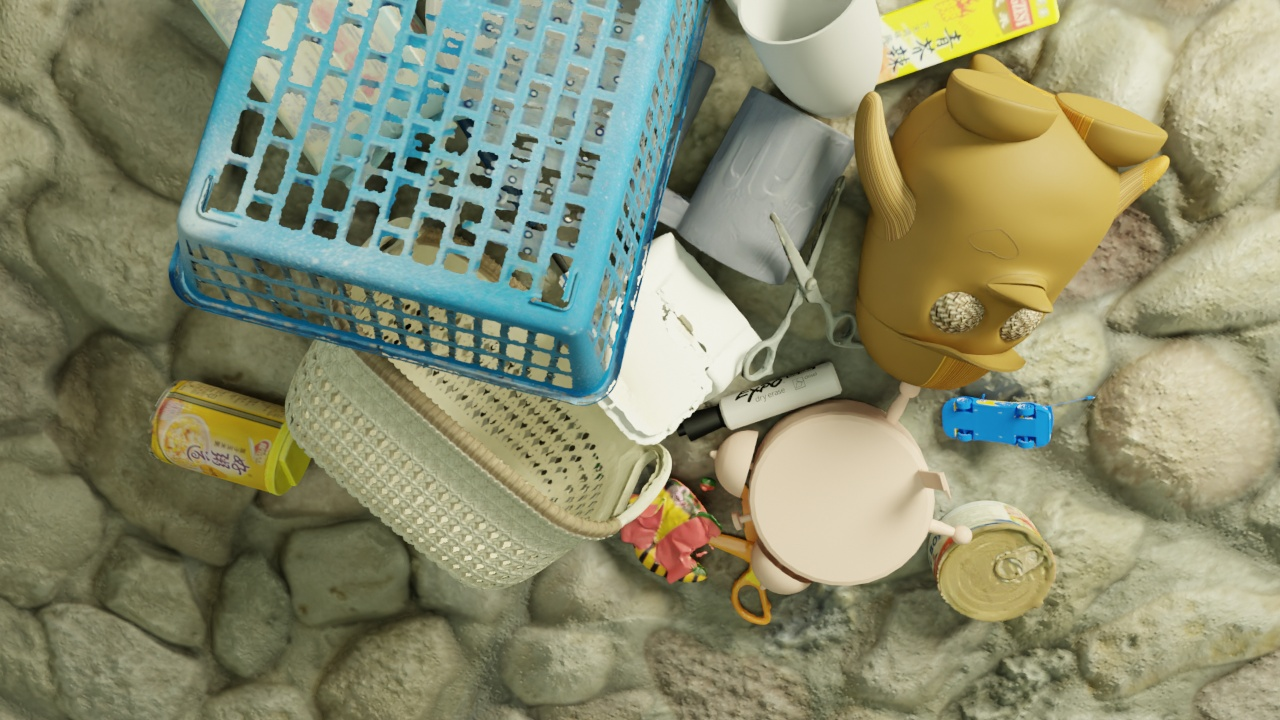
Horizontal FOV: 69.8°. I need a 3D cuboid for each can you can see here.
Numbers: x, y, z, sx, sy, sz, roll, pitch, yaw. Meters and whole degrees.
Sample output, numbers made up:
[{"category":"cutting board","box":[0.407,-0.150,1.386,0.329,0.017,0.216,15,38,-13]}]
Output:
[{"category":"can","box":[-0.315,0.060,0.711,0.105,0.067,0.068,16,110,0]},{"category":"can","box":[0.267,0.153,0.702,0.086,0.043,0.086,2,110,5]}]

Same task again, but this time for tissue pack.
[{"category":"tissue pack","box":[-0.204,-0.212,0.603,0.112,0.069,0.182,-30,107,15]}]

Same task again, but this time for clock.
[{"category":"clock","box":[0.142,0.099,0.668,0.161,0.086,0.131,-18,97,21]}]

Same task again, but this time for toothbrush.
[{"category":"toothbrush","box":[-0.086,-0.112,0.656,0.014,0.014,0.168,-27,106,25]}]

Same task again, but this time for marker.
[{"category":"marker","box":[0.086,0.033,0.686,0.126,0.025,0.025,-20,107,12]}]

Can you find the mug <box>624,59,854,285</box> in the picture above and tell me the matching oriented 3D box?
[{"category":"mug","box":[0.065,-0.123,0.602,0.124,0.083,0.104,27,109,-2]}]

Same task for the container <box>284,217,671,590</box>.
[{"category":"container","box":[-0.115,0.036,0.630,0.246,0.184,0.143,43,118,-7]}]

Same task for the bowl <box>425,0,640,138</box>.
[{"category":"bowl","box":[-0.061,-0.218,0.595,0.149,0.043,0.149,0,99,-1]}]

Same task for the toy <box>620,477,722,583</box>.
[{"category":"toy","box":[0.024,0.133,0.716,0.084,0.046,0.103,9,120,14]}]

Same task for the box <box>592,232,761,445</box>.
[{"category":"box","box":[0.000,0.001,0.601,0.108,0.136,0.126,47,147,-10]}]

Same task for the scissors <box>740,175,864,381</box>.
[{"category":"scissors","box":[0.116,-0.043,0.610,0.173,0.014,0.141,25,98,-48]}]

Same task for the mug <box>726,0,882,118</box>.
[{"category":"mug","box":[0.094,-0.195,0.547,0.107,0.089,0.071,38,89,34]}]

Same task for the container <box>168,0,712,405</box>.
[{"category":"container","box":[-0.093,-0.179,0.501,0.257,0.089,0.362,14,83,-5]}]

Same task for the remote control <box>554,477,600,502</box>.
[{"category":"remote control","box":[-0.088,0.132,0.744,0.137,0.013,0.033,-29,105,14]}]

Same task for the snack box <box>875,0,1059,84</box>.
[{"category":"snack box","box":[0.184,-0.210,0.586,0.148,0.028,0.040,-17,107,12]}]

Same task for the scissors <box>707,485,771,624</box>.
[{"category":"scissors","box":[0.102,0.155,0.735,0.128,0.011,0.125,-10,106,11]}]

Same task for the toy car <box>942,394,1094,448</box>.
[{"category":"toy car","box":[0.278,0.036,0.676,0.092,0.061,0.033,5,115,35]}]

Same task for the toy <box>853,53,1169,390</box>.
[{"category":"toy","box":[0.207,-0.069,0.575,0.198,0.162,0.204,9,122,-12]}]
